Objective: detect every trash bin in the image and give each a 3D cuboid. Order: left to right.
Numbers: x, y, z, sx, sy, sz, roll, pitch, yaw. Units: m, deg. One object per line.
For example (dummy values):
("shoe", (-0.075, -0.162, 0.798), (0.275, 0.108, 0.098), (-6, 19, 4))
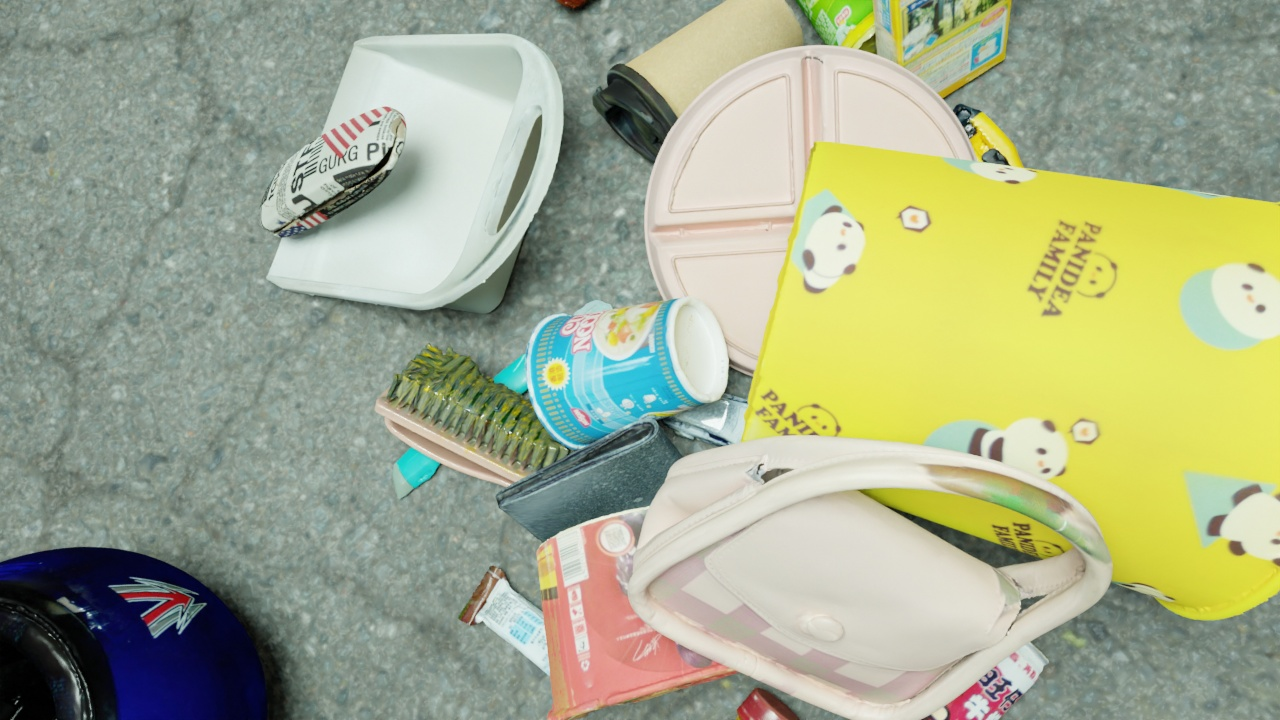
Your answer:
("trash bin", (0.198, -0.004, 0.507), (0.255, 0.229, 0.229), (14, 83, 6))

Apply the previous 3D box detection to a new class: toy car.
("toy car", (0.060, 0.041, 0.646), (0.090, 0.034, 0.043), (19, 81, 12))

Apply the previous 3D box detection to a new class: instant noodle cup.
("instant noodle cup", (-0.004, 0.004, 0.613), (0.110, 0.099, 0.099), (-15, 77, 33))
("instant noodle cup", (-0.002, 0.160, 0.590), (0.138, 0.138, 0.108), (-19, 69, 8))

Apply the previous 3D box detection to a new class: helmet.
("helmet", (-0.393, 0.272, 0.586), (0.247, 0.240, 0.315), (41, 79, 14))

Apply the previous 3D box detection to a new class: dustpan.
("dustpan", (-0.165, -0.143, 0.668), (0.258, 0.142, 0.222), (17, 84, 12))

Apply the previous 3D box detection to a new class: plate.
("plate", (0.116, -0.092, 0.614), (0.229, 0.028, 0.229), (1, 102, 3))

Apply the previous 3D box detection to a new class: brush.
("brush", (-0.113, 0.051, 0.658), (0.145, 0.063, 0.073), (28, 122, 0))

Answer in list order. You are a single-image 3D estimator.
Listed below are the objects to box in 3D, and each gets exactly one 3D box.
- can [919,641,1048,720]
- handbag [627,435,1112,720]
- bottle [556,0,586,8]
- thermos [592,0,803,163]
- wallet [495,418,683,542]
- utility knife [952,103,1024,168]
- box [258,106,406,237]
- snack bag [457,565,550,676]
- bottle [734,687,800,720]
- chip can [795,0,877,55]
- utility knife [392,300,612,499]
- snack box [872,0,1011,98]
("can", (0.191, 0.218, 0.578), (0.133, 0.053, 0.053), (-46, 75, 1))
("handbag", (0.120, 0.101, 0.464), (0.193, 0.235, 0.093), (29, 55, -13))
("bottle", (0.008, -0.341, 0.671), (0.207, 0.059, 0.059), (-29, 75, 29))
("thermos", (0.044, -0.205, 0.665), (0.143, 0.093, 0.093), (-41, 75, -5))
("wallet", (-0.025, 0.090, 0.624), (0.121, 0.097, 0.019), (-26, 52, 7))
("utility knife", (0.268, -0.112, 0.637), (0.033, 0.015, 0.171), (-35, 76, 7))
("box", (-0.235, -0.142, 0.686), (0.165, 0.051, 0.068), (-21, 41, 34))
("snack bag", (-0.076, 0.192, 0.650), (0.104, 0.026, 0.048), (29, 81, 15))
("bottle", (0.039, 0.295, 0.594), (0.057, 0.057, 0.175), (36, 89, 15))
("chip can", (0.122, -0.314, 0.672), (0.072, 0.072, 0.221), (-30, 76, 5))
("utility knife", (-0.106, 0.027, 0.691), (0.218, 0.013, 0.029), (-40, 77, 5))
("snack box", (0.200, -0.227, 0.606), (0.087, 0.140, 0.033), (-32, 66, 5))
